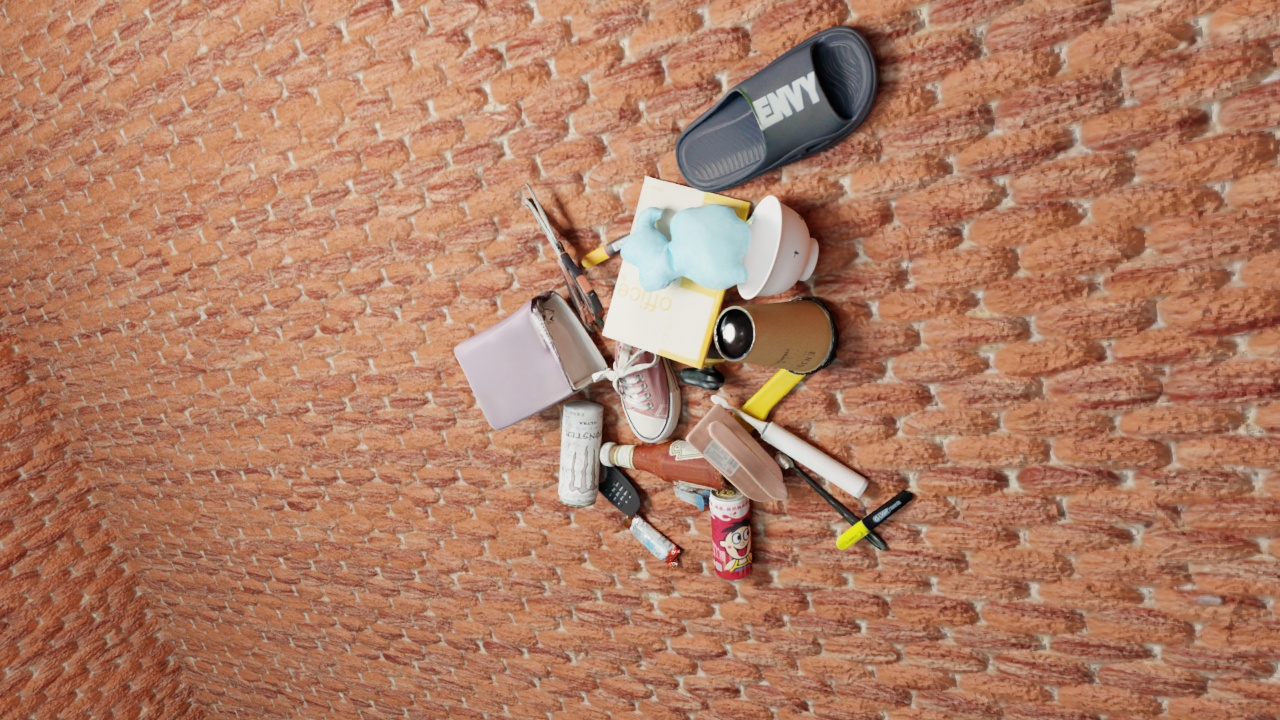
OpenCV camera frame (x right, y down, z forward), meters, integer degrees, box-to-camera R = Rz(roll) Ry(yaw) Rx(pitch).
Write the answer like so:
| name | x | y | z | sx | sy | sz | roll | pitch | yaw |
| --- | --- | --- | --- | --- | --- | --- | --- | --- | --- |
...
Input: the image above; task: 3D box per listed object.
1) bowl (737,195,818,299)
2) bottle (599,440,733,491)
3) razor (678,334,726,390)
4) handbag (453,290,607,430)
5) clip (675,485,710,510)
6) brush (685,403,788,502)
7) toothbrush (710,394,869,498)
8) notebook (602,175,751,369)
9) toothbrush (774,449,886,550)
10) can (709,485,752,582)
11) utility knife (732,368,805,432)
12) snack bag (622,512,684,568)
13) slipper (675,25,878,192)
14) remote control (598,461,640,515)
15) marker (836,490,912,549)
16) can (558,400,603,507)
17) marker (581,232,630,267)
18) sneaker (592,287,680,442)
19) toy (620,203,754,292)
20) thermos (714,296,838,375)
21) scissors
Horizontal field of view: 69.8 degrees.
| name | x | y | z | sx | sy | sz | roll | pitch | yaw |
| --- | --- | --- | --- | --- | --- | --- | --- | --- | --- |
| bowl | 0.161 | -0.120 | 1.033 | 0.064 | 0.118 | 0.119 | 12 | 127 | -14 |
| bottle | 0.035 | 0.139 | 1.266 | 0.206 | 0.059 | 0.060 | 3 | 114 | 34 |
| razor | 0.062 | -0.040 | 1.161 | 0.068 | 0.062 | 0.167 | -19 | 97 | 9 |
| handbag | -0.159 | 0.000 | 1.306 | 0.198 | 0.098 | 0.145 | -26 | 98 | 41 |
| clip | 0.073 | 0.191 | 1.292 | 0.058 | 0.044 | 0.027 | 11 | 119 | 37 |
| brush | 0.127 | 0.125 | 1.156 | 0.145 | 0.063 | 0.073 | 45 | 170 | -13 |
| toothbrush | 0.183 | 0.103 | 1.149 | 0.221 | 0.026 | 0.026 | 32 | 171 | 11 |
| notebook | 0.040 | -0.108 | 1.117 | 0.146 | 0.010 | 0.206 | 20 | 99 | 26 |
| toothbrush | 0.241 | 0.179 | 1.169 | 0.181 | 0.018 | 0.016 | 42 | 122 | 9 |
| can | 0.124 | 0.234 | 1.253 | 0.053 | 0.053 | 0.133 | 10 | 117 | 31 |
| utility knife | 0.168 | 0.041 | 1.150 | 0.033 | 0.015 | 0.178 | 41 | 129 | 1 |
| snack bag | 0.017 | 0.265 | 1.362 | 0.105 | 0.026 | 0.045 | 38 | 138 | 15 |
| slipper | 0.132 | -0.252 | 0.987 | 0.269 | 0.083 | 0.110 | -24 | 100 | 42 |
| remote control | -0.049 | 0.173 | 1.363 | 0.136 | 0.024 | 0.053 | 43 | 125 | 14 |
| marker | 0.289 | 0.198 | 1.136 | 0.018 | 0.015 | 0.124 | 44 | 122 | 1 |
| can | -0.086 | 0.134 | 1.325 | 0.058 | 0.058 | 0.147 | 11 | 103 | 31 |
| marker | -0.029 | -0.150 | 1.195 | 0.124 | 0.015 | 0.018 | -23 | 100 | 38 |
| sneaker | -0.007 | 0.007 | 1.209 | 0.118 | 0.087 | 0.241 | 9 | 116 | 31 |
| toy | 0.059 | -0.134 | 1.073 | 0.156 | 0.049 | 0.161 | -40 | 64 | 18 |
| thermos | 0.155 | -0.028 | 1.045 | 0.093 | 0.143 | 0.093 | 1 | 91 | 48 |
| scissors | -0.099 | -0.127 | 1.217 | 0.189 | 0.015 | 0.225 | 47 | 161 | 54 |
